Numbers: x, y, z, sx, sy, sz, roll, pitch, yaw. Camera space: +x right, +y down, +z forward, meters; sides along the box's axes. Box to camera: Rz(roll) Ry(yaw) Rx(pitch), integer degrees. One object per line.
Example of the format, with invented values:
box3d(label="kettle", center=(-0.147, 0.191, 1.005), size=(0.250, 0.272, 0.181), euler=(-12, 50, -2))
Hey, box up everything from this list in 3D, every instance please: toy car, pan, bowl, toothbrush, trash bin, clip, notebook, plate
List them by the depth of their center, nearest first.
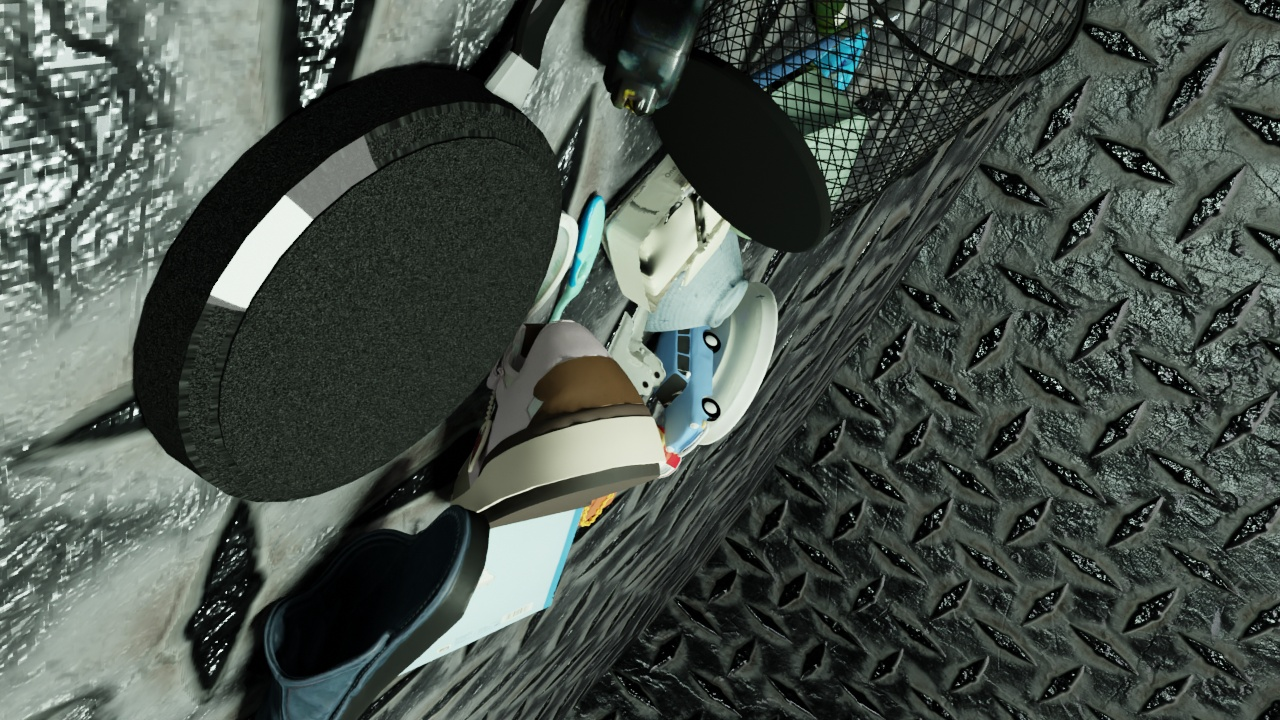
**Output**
box3d(label="pan", center=(-0.084, -0.080, 0.422), size=(0.357, 0.034, 0.225), euler=(-56, 160, 10))
box3d(label="trash bin", center=(0.127, -0.187, 0.562), size=(0.210, 0.184, 0.184), euler=(-43, 163, -13))
box3d(label="toothbrush", center=(-0.044, -0.058, 0.636), size=(0.022, 0.017, 0.135), euler=(-33, 157, -43))
box3d(label="toothbrush", center=(0.134, -0.236, 0.694), size=(0.167, 0.014, 0.014), euler=(-32, 171, -16))
box3d(label="toy car", center=(0.161, -0.246, 0.791), size=(0.105, 0.032, 0.048), euler=(-45, 164, -19))
box3d(label="clip", center=(-0.012, 0.007, 0.821), size=(0.052, 0.059, 0.102), euler=(-13, 142, -39))
box3d(label="bowl", center=(0.062, -0.068, 0.852), size=(0.136, 0.057, 0.137), euler=(-47, 164, -18))
box3d(label="notebook", center=(-0.145, 0.212, 0.858), size=(0.180, 0.009, 0.254), euler=(-19, 149, -28))
box3d(label="toy car", center=(0.043, 0.020, 0.895), size=(0.056, 0.054, 0.153), euler=(-49, -153, 44))
box3d(label="plate", center=(0.078, -0.003, 0.964), size=(0.183, 0.034, 0.182), euler=(-54, -156, 37))

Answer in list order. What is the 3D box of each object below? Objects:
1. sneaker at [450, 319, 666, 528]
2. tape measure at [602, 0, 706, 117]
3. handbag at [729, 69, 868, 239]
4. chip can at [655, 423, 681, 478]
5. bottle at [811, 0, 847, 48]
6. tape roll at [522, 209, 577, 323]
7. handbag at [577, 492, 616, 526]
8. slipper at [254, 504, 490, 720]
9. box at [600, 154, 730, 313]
box3d(label="sneaker", center=(-0.080, 0.049, 0.645), size=(0.111, 0.116, 0.294), euler=(-10, 169, -20))
box3d(label="tape measure", center=(0.006, -0.163, 0.464), size=(0.071, 0.042, 0.072), euler=(-78, -169, -62))
box3d(label="handbag", center=(0.119, -0.170, 0.760), size=(0.106, 0.067, 0.122), euler=(-28, 157, -16))
box3d(label="chip can", center=(-0.017, 0.066, 0.851), size=(0.052, 0.052, 0.214), euler=(-52, 153, -1))
box3d(label="bottle", center=(0.147, -0.267, 0.712), size=(0.025, 0.025, 0.106), euler=(-54, 165, 5))
box3d(label="tape roll", center=(-0.074, -0.054, 0.566), size=(0.093, 0.013, 0.093), euler=(-47, 164, -18))
box3d(label="handbag", center=(-0.060, 0.124, 0.938), size=(0.171, 0.060, 0.109), euler=(-24, 144, -61))
box3d(label="slipper", center=(-0.205, 0.177, 0.606), size=(0.266, 0.083, 0.108), euler=(-46, -152, 27))
box3d(label="box", center=(0.033, -0.095, 0.706), size=(0.143, 0.044, 0.184), euler=(-50, 158, -18))
